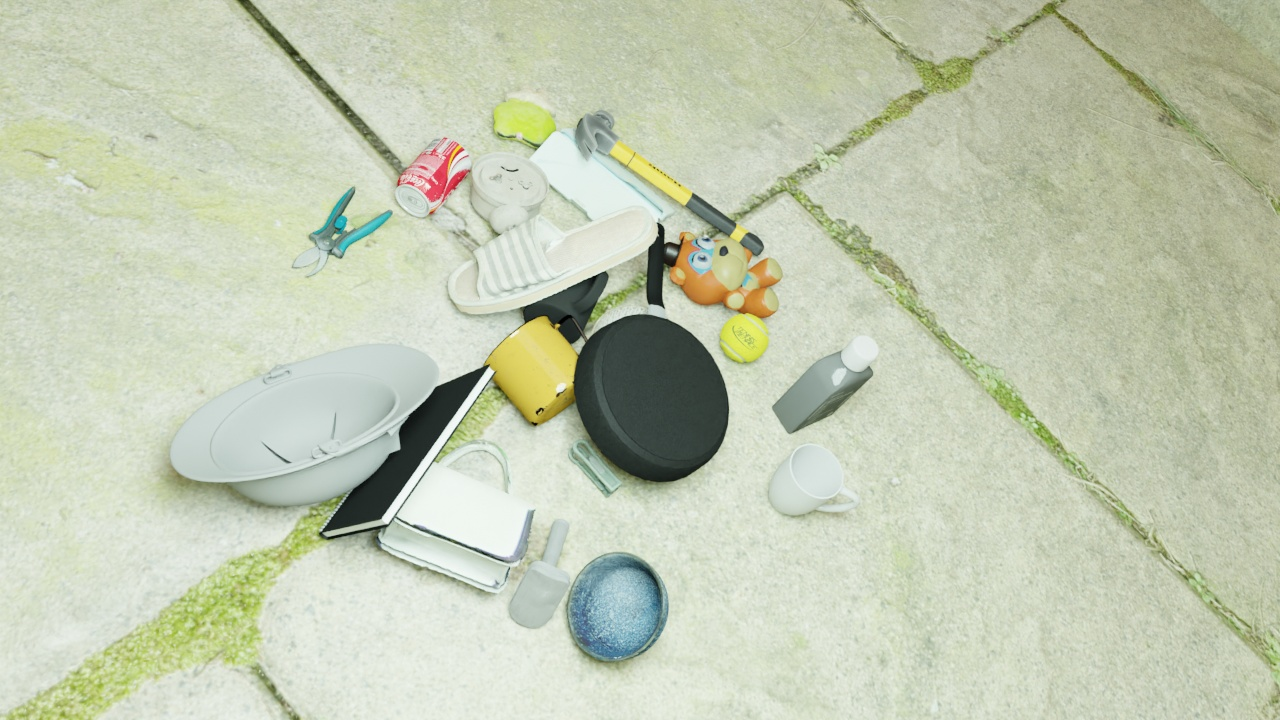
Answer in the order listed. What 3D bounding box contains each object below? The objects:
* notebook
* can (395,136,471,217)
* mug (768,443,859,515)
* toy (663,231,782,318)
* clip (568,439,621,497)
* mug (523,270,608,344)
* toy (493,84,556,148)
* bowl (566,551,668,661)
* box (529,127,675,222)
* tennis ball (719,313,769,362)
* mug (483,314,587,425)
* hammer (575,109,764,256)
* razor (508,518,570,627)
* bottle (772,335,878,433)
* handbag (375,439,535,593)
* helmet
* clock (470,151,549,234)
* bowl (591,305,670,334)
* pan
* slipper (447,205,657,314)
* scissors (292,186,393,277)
[{"bbox_3d":[-0.245,0.096,0.969,0.016,0.149,0.206,46,52,-21],"label":"notebook"},{"bbox_3d":[-0.273,-0.241,1.208,0.064,0.064,0.104,30,55,-2],"label":"can"},{"bbox_3d":[0.213,0.161,1.132,0.107,0.090,0.071,26,55,-4],"label":"mug"},{"bbox_3d":[0.109,-0.119,1.268,0.176,0.096,0.112,12,53,0],"label":"toy"},{"bbox_3d":[-0.055,0.127,1.091,0.076,0.043,0.023,47,54,9],"label":"clip"},{"bbox_3d":[-0.085,-0.081,1.153,0.078,0.114,0.087,42,50,-26],"label":"mug"},{"bbox_3d":[-0.165,-0.358,1.333,0.092,0.043,0.117,14,54,-9],"label":"toy"},{"bbox_3d":[-0.017,0.269,0.992,0.114,0.061,0.114,-10,64,22],"label":"bowl"},{"bbox_3d":[-0.053,-0.249,1.312,0.197,0.074,0.126,42,36,3],"label":"box"},{"bbox_3d":[0.140,-0.030,1.235,0.065,0.066,0.065,9,58,-15],"label":"tennis ball"},{"bbox_3d":[-0.110,0.006,1.088,0.124,0.100,0.094,-43,81,8],"label":"mug"},{"bbox_3d":[0.044,-0.250,1.326,0.324,0.034,0.169,34,25,-8],"label":"hammer"},{"bbox_3d":[-0.099,0.219,1.001,0.047,0.088,0.116,24,36,-6],"label":"razor"},{"bbox_3d":[0.245,0.026,1.174,0.083,0.174,0.046,-20,69,-29],"label":"bottle"},{"bbox_3d":[-0.190,0.157,1.008,0.151,0.074,0.175,23,36,-8],"label":"handbag"},{"bbox_3d":[-0.333,0.089,0.960,0.270,0.118,0.183,-23,39,-27],"label":"helmet"},{"bbox_3d":[-0.178,-0.209,1.228,0.103,0.061,0.156,5,51,-19],"label":"clock"},{"bbox_3d":[-0.007,0.007,1.153,0.145,0.063,0.145,13,59,-23],"label":"bowl"},{"bbox_3d":[0.022,-0.028,1.112,0.204,0.044,0.354,18,59,-27],"label":"pan"},{"bbox_3d":[-0.112,-0.132,1.132,0.273,0.054,0.114,-17,50,6],"label":"slipper"},{"bbox_3d":[-0.373,-0.164,1.152,0.124,0.019,0.155,-2,63,-20],"label":"scissors"}]
